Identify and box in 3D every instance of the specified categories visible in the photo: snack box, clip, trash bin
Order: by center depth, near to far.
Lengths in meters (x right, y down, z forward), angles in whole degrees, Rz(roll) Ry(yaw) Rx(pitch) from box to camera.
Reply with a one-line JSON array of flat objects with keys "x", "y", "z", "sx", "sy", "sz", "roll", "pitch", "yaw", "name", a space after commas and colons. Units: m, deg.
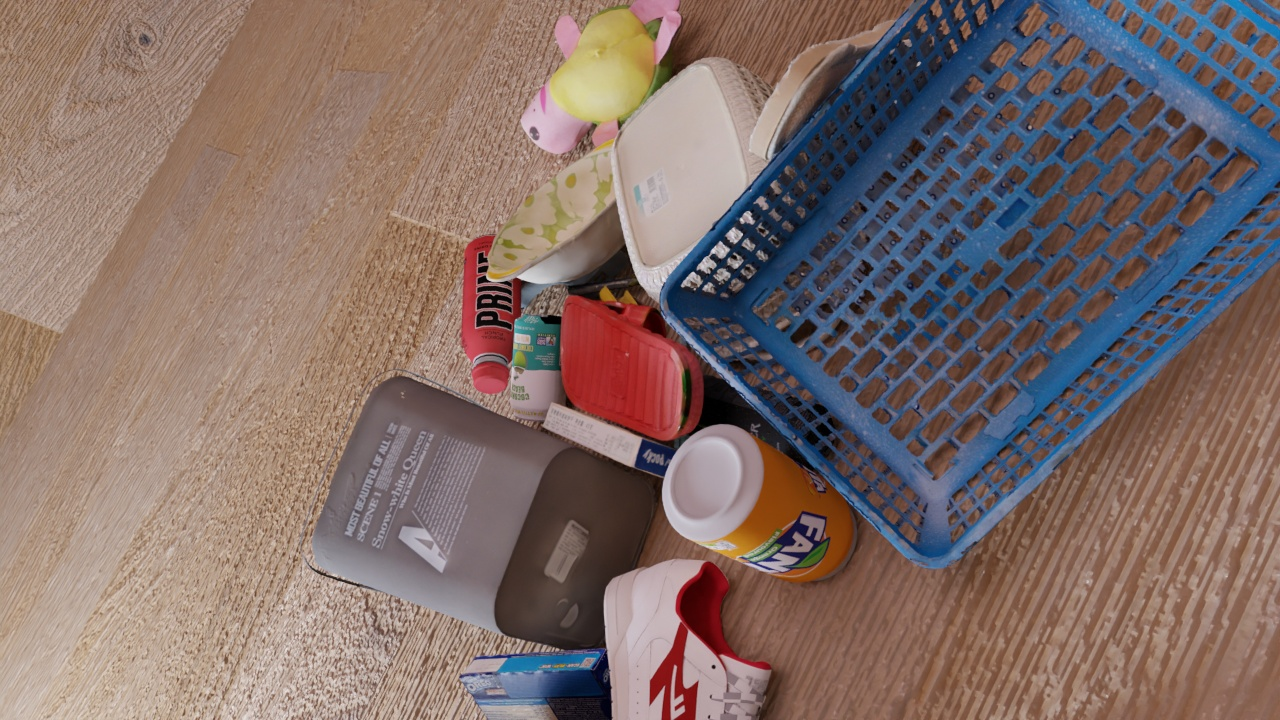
[{"x": -0.069, "y": 0.269, "z": 0.727, "sx": 0.151, "sy": 0.082, "sz": 0.027, "roll": -16, "pitch": 18, "yaw": 36, "name": "snack box"}, {"x": -0.013, "y": 0.071, "z": 0.769, "sx": 0.150, "sy": 0.082, "sz": 0.026, "roll": 14, "pitch": 82, "yaw": 55, "name": "snack box"}, {"x": -0.130, "y": 0.136, "z": 0.790, "sx": 0.220, "sy": 0.197, "sz": 0.197, "roll": 11, "pitch": 76, "yaw": 39, "name": "trash bin"}, {"x": -0.022, "y": -0.042, "z": 0.861, "sx": 0.046, "sy": 0.048, "sz": 0.054, "roll": -29, "pitch": 46, "yaw": -6, "name": "clip"}, {"x": -0.080, "y": -0.040, "z": 0.954, "sx": 0.173, "sy": 0.030, "sz": 0.164, "roll": -23, "pitch": 55, "yaw": 34, "name": "clip"}]

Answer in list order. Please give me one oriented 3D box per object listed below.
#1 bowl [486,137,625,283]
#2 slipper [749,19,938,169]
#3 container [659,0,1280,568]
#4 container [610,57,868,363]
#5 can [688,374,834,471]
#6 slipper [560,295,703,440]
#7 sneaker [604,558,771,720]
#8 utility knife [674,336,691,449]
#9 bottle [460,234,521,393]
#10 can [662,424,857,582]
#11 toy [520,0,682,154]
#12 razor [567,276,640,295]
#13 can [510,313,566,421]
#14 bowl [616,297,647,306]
[{"x": -0.063, "y": -0.138, "z": 0.931, "sx": 0.189, "sy": 0.060, "sz": 0.218, "roll": 2, "pitch": 49, "yaw": 50, "name": "bowl"}, {"x": 0.160, "y": -0.194, "z": 0.680, "sx": 0.054, "sy": 0.271, "sz": 0.115, "roll": 45, "pitch": 129, "yaw": 12, "name": "slipper"}, {"x": 0.222, "y": -0.082, "z": 0.587, "sx": 0.257, "sy": 0.089, "sz": 0.363, "roll": 46, "pitch": 102, "yaw": 15, "name": "container"}, {"x": 0.073, "y": -0.133, "z": 0.776, "sx": 0.185, "sy": 0.143, "sz": 0.251, "roll": -36, "pitch": 47, "yaw": 29, "name": "container"}, {"x": 0.087, "y": 0.047, "z": 0.726, "sx": 0.138, "sy": 0.054, "sz": 0.054, "roll": 15, "pitch": 78, "yaw": 46, "name": "can"}, {"x": -0.005, "y": 0.005, "z": 0.776, "sx": 0.249, "sy": 0.059, "sz": 0.103, "roll": 28, "pitch": 115, "yaw": 59, "name": "slipper"}, {"x": 0.044, "y": 0.247, "z": 0.638, "sx": 0.104, "sy": 0.090, "sz": 0.236, "roll": -27, "pitch": 47, "yaw": 23, "name": "sneaker"}, {"x": 0.039, "y": 0.041, "z": 0.807, "sx": 0.022, "sy": 0.015, "sz": 0.147, "roll": -30, "pitch": 46, "yaw": 41, "name": "utility knife"}, {"x": -0.156, "y": -0.047, "z": 0.964, "sx": 0.062, "sy": 0.062, "sz": 0.176, "roll": -27, "pitch": 52, "yaw": 30, "name": "bottle"}, {"x": 0.085, "y": 0.102, "z": 0.630, "sx": 0.079, "sy": 0.142, "sz": 0.079, "roll": -22, "pitch": 53, "yaw": 33, "name": "can"}, {"x": -0.041, "y": -0.315, "z": 1.030, "sx": 0.239, "sy": 0.087, "sz": 0.190, "roll": -36, "pitch": 66, "yaw": 30, "name": "toy"}, {"x": -0.024, "y": -0.075, "z": 0.903, "sx": 0.106, "sy": 0.026, "sz": 0.042, "roll": -6, "pitch": 64, "yaw": 24, "name": "razor"}, {"x": -0.099, "y": 0.006, "z": 0.902, "sx": 0.055, "sy": 0.054, "sz": 0.101, "roll": 11, "pitch": 99, "yaw": 46, "name": "can"}, {"x": -0.022, "y": -0.004, "z": 0.878, "sx": 0.102, "sy": 0.026, "sz": 0.114, "roll": -12, "pitch": 59, "yaw": 38, "name": "bowl"}]
